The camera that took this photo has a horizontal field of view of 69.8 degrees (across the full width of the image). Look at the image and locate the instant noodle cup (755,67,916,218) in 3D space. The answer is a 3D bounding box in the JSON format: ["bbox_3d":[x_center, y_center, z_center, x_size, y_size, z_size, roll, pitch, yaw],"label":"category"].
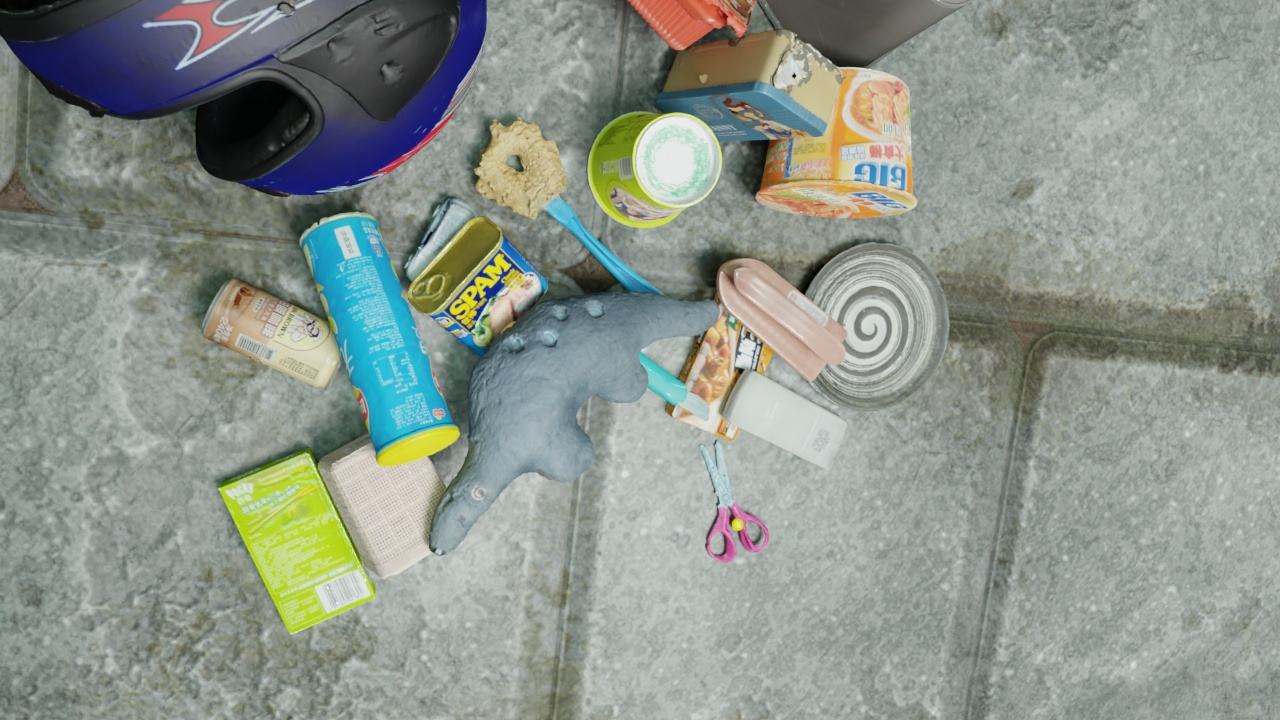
[{"bbox_3d":[0.189,-0.204,0.872,0.151,0.151,0.111,6,88,-15],"label":"instant noodle cup"}]

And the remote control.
[{"bbox_3d":[0.150,0.061,0.944,0.150,0.021,0.058,27,89,-31],"label":"remote control"}]

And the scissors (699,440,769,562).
[{"bbox_3d":[0.081,0.149,0.961,0.073,0.017,0.137,-25,99,0],"label":"scissors"}]

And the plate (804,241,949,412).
[{"bbox_3d":[0.242,-0.034,0.969,0.179,0.024,0.179,-2,98,-16],"label":"plate"}]

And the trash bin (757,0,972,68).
[{"bbox_3d":[0.229,-0.384,0.813,0.198,0.220,0.199,-39,104,-7],"label":"trash bin"}]

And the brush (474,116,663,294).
[{"bbox_3d":[-0.057,-0.125,0.874,0.254,0.046,0.083,43,82,-20],"label":"brush"}]

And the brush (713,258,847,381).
[{"bbox_3d":[0.133,-0.046,0.885,0.145,0.073,0.063,38,87,-17],"label":"brush"}]

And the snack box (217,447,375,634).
[{"bbox_3d":[-0.316,0.167,0.852,0.085,0.026,0.156,-23,104,-10],"label":"snack box"}]

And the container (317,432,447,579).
[{"bbox_3d":[-0.227,0.122,0.830,0.090,0.090,0.111,-31,102,-26],"label":"container"}]

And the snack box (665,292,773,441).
[{"bbox_3d":[0.090,-0.002,0.932,0.075,0.026,0.154,23,92,-17],"label":"snack box"}]

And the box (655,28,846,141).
[{"bbox_3d":[0.091,-0.242,0.825,0.089,0.184,0.061,23,86,-31],"label":"box"}]

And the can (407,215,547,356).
[{"bbox_3d":[-0.144,-0.065,0.831,0.102,0.057,0.083,-48,138,-3],"label":"can"}]

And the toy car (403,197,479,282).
[{"bbox_3d":[-0.182,-0.106,0.843,0.043,0.034,0.090,30,91,-20],"label":"toy car"}]

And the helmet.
[{"bbox_3d":[-0.262,-0.243,0.688,0.314,0.247,0.240,-43,138,-17],"label":"helmet"}]

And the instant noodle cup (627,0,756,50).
[{"bbox_3d":[0.027,-0.348,0.806,0.079,0.188,0.164,-38,107,26],"label":"instant noodle cup"}]

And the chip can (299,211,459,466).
[{"bbox_3d":[-0.224,-0.019,0.783,0.071,0.071,0.210,-21,77,-11],"label":"chip can"}]

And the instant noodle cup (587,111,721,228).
[{"bbox_3d":[0.018,-0.177,0.837,0.111,0.123,0.112,-2,98,-15],"label":"instant noodle cup"}]

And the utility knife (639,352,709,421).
[{"bbox_3d":[-0.005,0.005,0.903,0.182,0.013,0.029,35,87,-5],"label":"utility knife"}]

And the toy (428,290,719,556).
[{"bbox_3d":[-0.075,0.022,0.828,0.355,0.091,0.138,-44,112,-19],"label":"toy"}]

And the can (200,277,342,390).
[{"bbox_3d":[-0.317,-0.023,0.806,0.116,0.058,0.058,26,91,-17],"label":"can"}]
